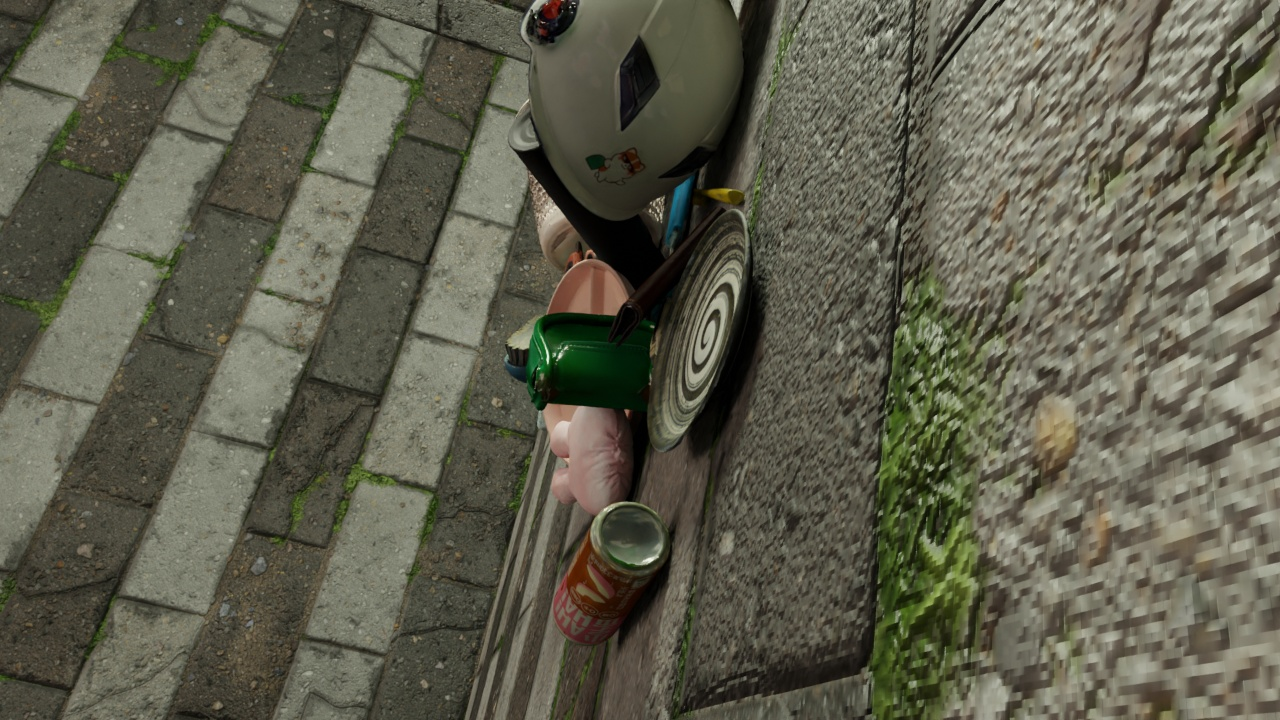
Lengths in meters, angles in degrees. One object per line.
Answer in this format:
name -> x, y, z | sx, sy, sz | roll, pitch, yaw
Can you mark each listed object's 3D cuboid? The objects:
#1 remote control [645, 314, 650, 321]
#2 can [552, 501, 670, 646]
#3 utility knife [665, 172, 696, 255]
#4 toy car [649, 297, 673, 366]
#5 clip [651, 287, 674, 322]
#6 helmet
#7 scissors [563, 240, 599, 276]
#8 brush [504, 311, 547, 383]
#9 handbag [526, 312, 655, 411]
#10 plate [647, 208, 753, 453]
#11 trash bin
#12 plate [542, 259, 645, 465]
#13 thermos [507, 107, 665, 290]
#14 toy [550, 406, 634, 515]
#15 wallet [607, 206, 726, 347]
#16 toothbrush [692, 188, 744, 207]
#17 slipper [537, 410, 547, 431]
remote control -> -0.006, 0.006, 0.983 | 0.053, 0.024, 0.136 | -114, 36, -68
can -> -0.025, 0.162, 0.684 | 0.148, 0.058, 0.057 | 115, 168, -50
utility knife -> 0.040, -0.153, 0.981 | 0.034, 0.018, 0.215 | 119, 167, -52
toy car -> 0.026, -0.009, 0.755 | 0.042, 0.035, 0.090 | 127, 155, -73
clip -> 0.024, -0.065, 0.961 | 0.038, 0.013, 0.055 | -99, 25, -74
helmet -> 0.013, -0.276, 0.860 | 0.157, 0.230, 0.273 | -14, 50, 30
scissors -> -0.084, -0.039, 1.101 | 0.203, 0.015, 0.204 | -51, 42, 48
brush -> -0.127, -0.012, 1.157 | 0.143, 0.055, 0.074 | -53, -32, -61
handbag -> -0.037, 0.006, 0.829 | 0.120, 0.131, 0.068 | -108, 22, -69
plate -> 0.046, -0.020, 0.649 | 0.179, 0.024, 0.179 | -165, 91, -77
trash bin -> -0.055, -0.222, 1.196 | 0.228, 0.227, 0.191 | 118, 153, -58
plate -> -0.052, 0.006, 0.998 | 0.230, 0.028, 0.229 | -4, 85, 59
thermos -> -0.054, -0.168, 0.973 | 0.068, 0.242, 0.090 | -44, 49, -5
toy -> -0.051, 0.095, 0.913 | 0.160, 0.054, 0.121 | -17, 73, 61
wallet -> 0.023, -0.069, 0.781 | 0.122, 0.020, 0.096 | -47, -2, -21
toothbrush -> 0.066, -0.143, 0.810 | 0.190, 0.015, 0.016 | -116, 37, -78
slipper -> -0.060, 0.045, 1.145 | 0.246, 0.074, 0.104 | -6, 66, 65
